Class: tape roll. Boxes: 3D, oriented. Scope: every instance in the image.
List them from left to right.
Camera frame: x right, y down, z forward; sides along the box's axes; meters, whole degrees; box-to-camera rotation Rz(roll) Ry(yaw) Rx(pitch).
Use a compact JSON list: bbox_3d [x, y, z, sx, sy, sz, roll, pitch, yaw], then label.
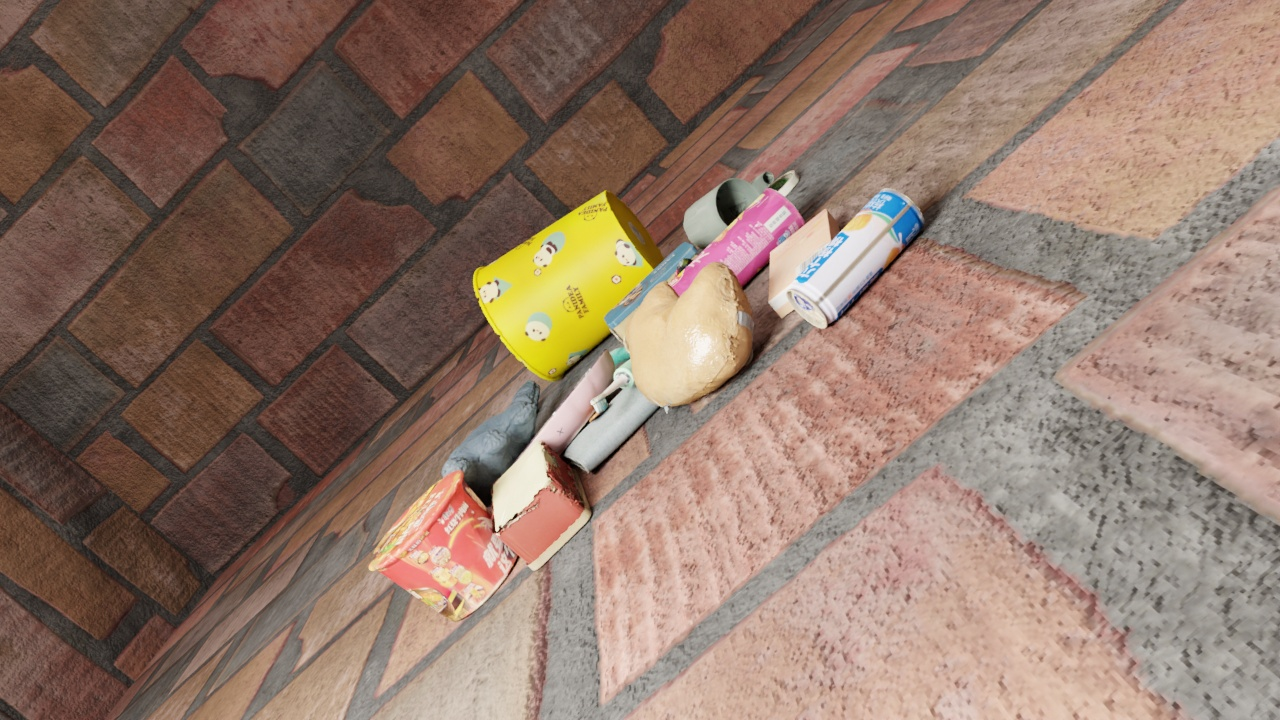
[{"bbox_3d":[0.205,-0.256,1.398,0.086,0.014,0.085,-41,13,12],"label":"tape roll"}]

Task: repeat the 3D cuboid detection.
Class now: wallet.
[{"bbox_3d":[-0.033,0.069,1.052,0.129,0.037,0.107,-44,13,-12],"label":"wallet"}]

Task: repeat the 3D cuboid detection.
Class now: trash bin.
[{"bbox_3d":[-0.102,-0.129,1.497,0.256,0.229,0.229,-35,15,15],"label":"trash bin"}]

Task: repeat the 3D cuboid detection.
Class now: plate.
[{"bbox_3d":[-0.089,0.071,1.147,0.192,0.039,0.192,-52,2,2],"label":"plate"}]

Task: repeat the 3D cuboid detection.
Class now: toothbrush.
[{"bbox_3d":[-0.007,0.011,1.069,0.027,0.027,0.223,-28,6,29],"label":"toothbrush"}]

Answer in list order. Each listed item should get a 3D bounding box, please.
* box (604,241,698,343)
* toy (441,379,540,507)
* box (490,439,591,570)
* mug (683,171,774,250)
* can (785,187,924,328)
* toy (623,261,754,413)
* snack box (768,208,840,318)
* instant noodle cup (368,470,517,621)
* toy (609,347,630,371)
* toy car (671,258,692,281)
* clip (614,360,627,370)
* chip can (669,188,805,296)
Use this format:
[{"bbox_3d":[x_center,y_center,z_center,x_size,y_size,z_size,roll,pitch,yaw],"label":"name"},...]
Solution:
[{"bbox_3d":[0.031,-0.098,1.331,0.184,0.059,0.090,-45,14,1],"label":"box"},{"bbox_3d":[-0.198,0.123,1.216,0.355,0.091,0.138,-59,-9,-70],"label":"toy"},{"bbox_3d":[-0.114,0.143,0.981,0.091,0.077,0.168,-45,14,0],"label":"box"},{"bbox_3d":[0.135,-0.228,1.381,0.123,0.083,0.104,-45,10,-26],"label":"mug"},{"bbox_3d":[0.196,-0.093,0.840,0.134,0.053,0.053,-46,13,-7],"label":"can"},{"bbox_3d":[0.031,-0.017,0.971,0.227,0.082,0.143,-16,60,54],"label":"toy"},{"bbox_3d":[0.179,-0.108,0.995,0.085,0.026,0.157,-38,14,23],"label":"snack box"},{"bbox_3d":[-0.204,0.203,0.989,0.138,0.108,0.137,-41,13,12],"label":"instant noodle cup"},{"bbox_3d":[-0.017,-0.009,1.270,0.092,0.030,0.096,-21,18,48],"label":"toy"},{"bbox_3d":[0.064,-0.094,1.230,0.045,0.053,0.120,-57,8,36],"label":"toy car"},{"bbox_3d":[-0.006,0.008,1.211,0.057,0.029,0.024,-22,26,33],"label":"clip"},{"bbox_3d":[0.107,-0.118,1.140,0.210,0.071,0.071,-44,13,-4],"label":"chip can"}]
